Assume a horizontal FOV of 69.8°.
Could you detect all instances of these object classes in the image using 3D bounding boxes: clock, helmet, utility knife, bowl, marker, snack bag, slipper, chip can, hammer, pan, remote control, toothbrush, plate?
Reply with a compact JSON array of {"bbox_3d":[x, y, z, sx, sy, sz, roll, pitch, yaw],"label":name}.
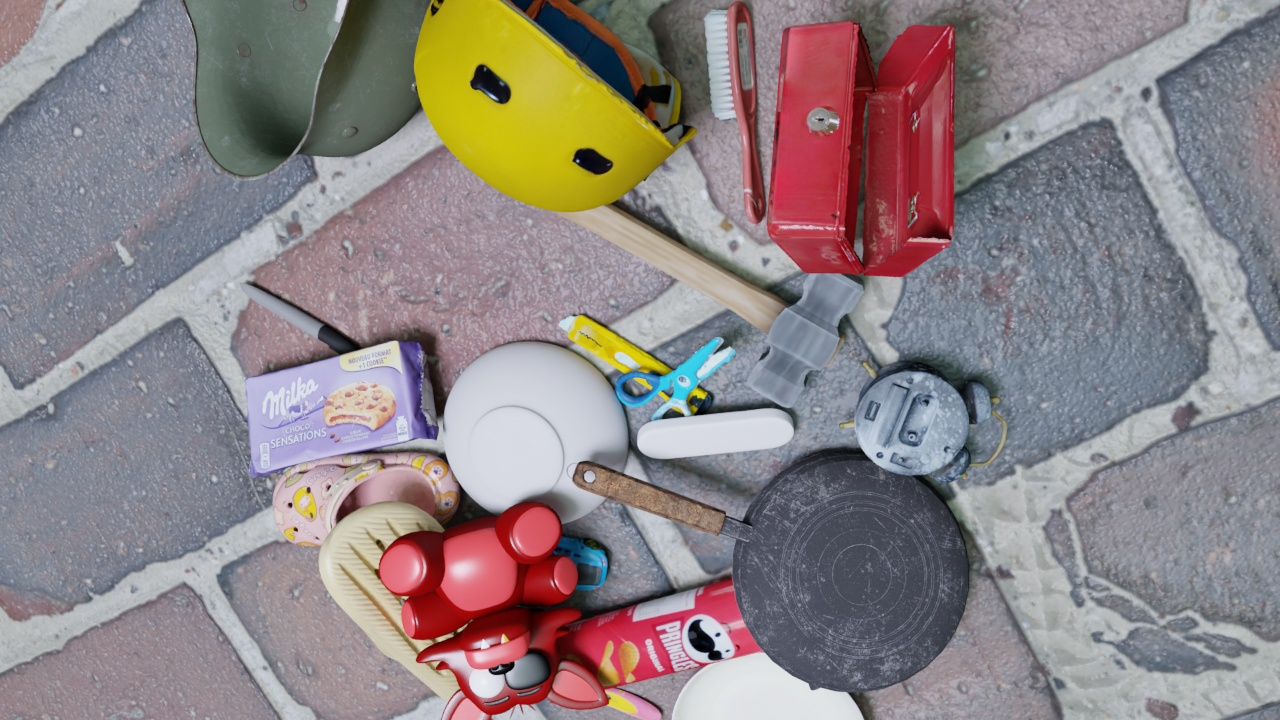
[{"bbox_3d":[0.234,0.050,0.750,0.129,0.052,0.090,20,107,8],"label":"clock"},{"bbox_3d":[-0.244,-0.260,0.719,0.227,0.153,0.268,38,106,28],"label":"helmet"},{"bbox_3d":[-0.005,0.005,0.814,0.155,0.017,0.030,33,105,6],"label":"utility knife"},{"bbox_3d":[-0.103,0.075,0.826,0.177,0.066,0.177,3,105,12],"label":"bowl"},{"bbox_3d":[-0.324,-0.036,0.876,0.138,0.016,0.022,29,132,5],"label":"marker"},{"bbox_3d":[-0.282,0.047,0.858,0.206,0.058,0.096,-12,83,19],"label":"snack bag"},{"bbox_3d":[-0.273,0.137,0.875,0.197,0.081,0.093,-11,100,13],"label":"slipper"},{"bbox_3d":[0.014,0.255,0.843,0.233,0.073,0.073,-20,99,17],"label":"chip can"},{"bbox_3d":[-0.078,-0.184,0.666,0.209,0.239,0.140,35,114,-20],"label":"helmet"},{"bbox_3d":[0.022,-0.088,0.768,0.323,0.051,0.117,30,109,7],"label":"hammer"},{"bbox_3d":[0.106,0.150,0.763,0.357,0.040,0.207,19,84,-1],"label":"pan"},{"bbox_3d":[0.065,0.064,0.799,0.136,0.013,0.043,-7,136,10],"label":"remote control"},{"bbox_3d":[-0.206,0.231,0.867,0.079,0.111,0.261,4,134,49],"label":"slipper"},{"bbox_3d":[-0.044,0.329,0.907,0.135,0.016,0.021,16,105,6],"label":"toothbrush"},{"bbox_3d":[0.121,0.348,0.863,0.182,0.034,0.182,3,105,12],"label":"plate"}]

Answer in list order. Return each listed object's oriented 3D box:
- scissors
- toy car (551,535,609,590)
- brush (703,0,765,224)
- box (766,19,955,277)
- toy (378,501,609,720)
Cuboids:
[{"bbox_3d":[0.029,0.013,0.778,0.083,0.015,0.141,37,137,-1],"label":"scissors"},{"bbox_3d":[-0.083,0.189,0.870,0.105,0.032,0.048,13,107,11],"label":"toy car"},{"bbox_3d":[0.076,-0.194,0.734,0.030,0.040,0.172,2,108,30],"label":"brush"},{"bbox_3d":[0.149,-0.145,0.660,0.122,0.136,0.157,2,82,5],"label":"box"},{"bbox_3d":[-0.125,0.228,0.794,0.158,0.120,0.197,-15,92,-8],"label":"toy"}]
